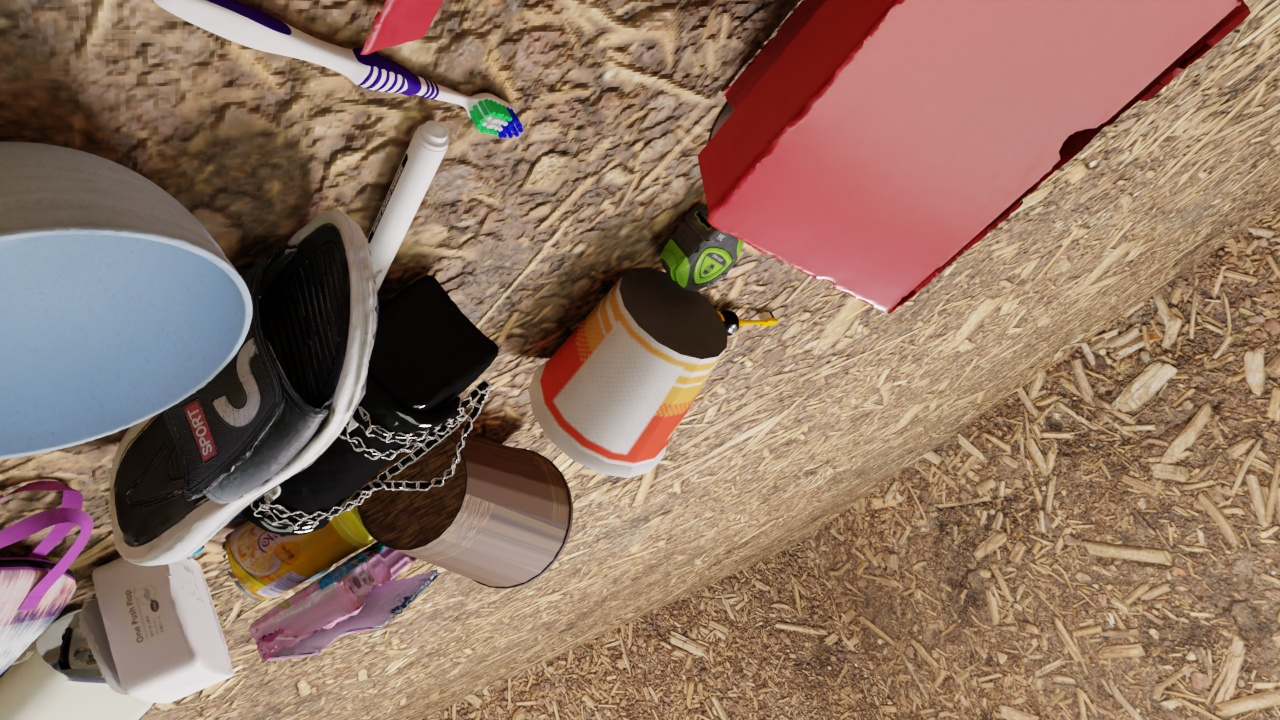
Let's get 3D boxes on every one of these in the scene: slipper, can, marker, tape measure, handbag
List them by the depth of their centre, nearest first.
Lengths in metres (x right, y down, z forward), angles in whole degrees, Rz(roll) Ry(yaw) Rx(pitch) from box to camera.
[{"bbox_3d":[-0.225,0.025,0.473,0.265,0.111,0.063,-36,153,32],"label":"slipper"},{"bbox_3d":[-0.128,-0.073,0.480,0.017,0.020,0.134,-7,151,-39],"label":"marker"},{"bbox_3d":[-0.158,0.045,0.547,0.154,0.114,0.124,-34,-169,23],"label":"handbag"},{"bbox_3d":[-0.409,0.137,0.568,0.170,0.068,0.144,-41,159,14],"label":"handbag"},{"bbox_3d":[0.043,-0.082,0.674,0.059,0.036,0.065,-44,154,14],"label":"tape measure"},{"bbox_3d":[-0.273,0.142,0.743,0.105,0.067,0.067,-30,161,5],"label":"can"},{"bbox_3d":[-0.491,0.253,0.747,0.175,0.074,0.152,20,129,-41],"label":"handbag"}]

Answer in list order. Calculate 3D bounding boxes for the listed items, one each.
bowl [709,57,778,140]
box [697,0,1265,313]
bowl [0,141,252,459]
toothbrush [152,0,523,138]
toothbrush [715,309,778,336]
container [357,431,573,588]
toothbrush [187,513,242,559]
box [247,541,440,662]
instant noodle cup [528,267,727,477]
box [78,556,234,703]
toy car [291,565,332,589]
[{"bbox_3d":[0.104,-0.151,0.587,0.119,0.032,0.119,-25,160,-10],"label":"bowl"},{"bbox_3d":[0.230,-0.144,0.529,0.424,0.128,0.213,-11,152,-46],"label":"box"},{"bbox_3d":[-0.238,-0.030,0.352,0.150,0.074,0.151,-26,161,-10],"label":"bowl"},{"bbox_3d":[-0.114,-0.122,0.385,0.015,0.016,0.186,-39,159,26],"label":"toothbrush"},{"bbox_3d":[0.080,-0.035,0.850,0.031,0.031,0.196,-36,163,32],"label":"toothbrush"},{"bbox_3d":[-0.151,0.123,0.791,0.132,0.132,0.167,-32,155,8],"label":"container"},{"bbox_3d":[-0.309,0.114,0.701,0.135,0.017,0.021,-36,161,20],"label":"toothbrush"},{"bbox_3d":[-0.230,0.194,0.757,0.084,0.063,0.230,-31,180,2],"label":"box"},{"bbox_3d":[-0.004,0.004,0.711,0.123,0.123,0.121,-8,144,-45],"label":"instant noodle cup"},{"bbox_3d":[-0.388,0.212,0.705,0.101,0.108,0.103,-20,160,-15],"label":"box"},{"bbox_3d":[-0.279,0.167,0.815,0.108,0.027,0.060,-37,-162,19],"label":"toy car"}]
